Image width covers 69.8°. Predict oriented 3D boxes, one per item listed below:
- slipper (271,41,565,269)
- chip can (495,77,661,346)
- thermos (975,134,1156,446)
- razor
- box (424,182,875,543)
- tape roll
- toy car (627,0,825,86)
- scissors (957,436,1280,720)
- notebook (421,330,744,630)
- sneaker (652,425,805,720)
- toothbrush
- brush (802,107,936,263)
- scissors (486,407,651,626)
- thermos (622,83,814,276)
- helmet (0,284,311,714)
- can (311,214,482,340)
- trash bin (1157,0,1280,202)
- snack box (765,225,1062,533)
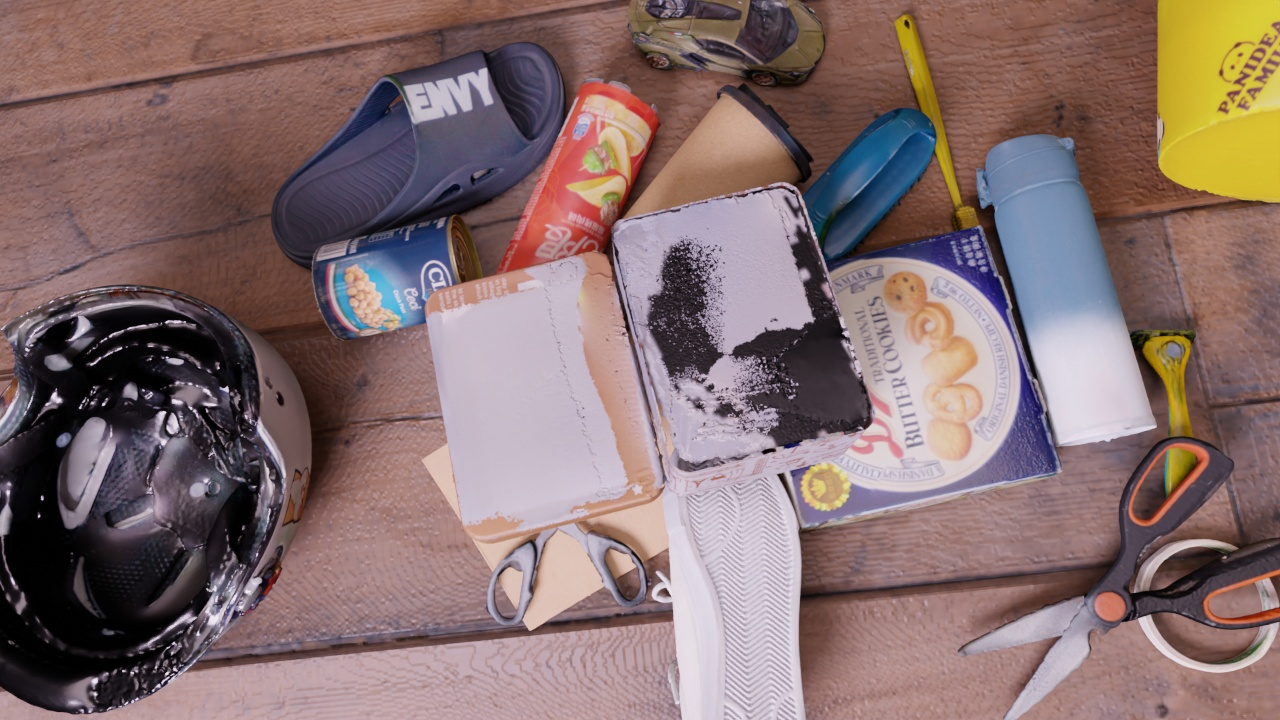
[{"bbox_3d":[-0.179,-0.164,0.716,0.268,0.083,0.110,-31,78,2],"label":"slipper"},{"bbox_3d":[-0.056,-0.102,0.692,0.073,0.073,0.216,20,81,11],"label":"chip can"},{"bbox_3d":[0.293,-0.051,0.641,0.070,0.070,0.220,-11,76,5],"label":"thermos"},{"bbox_3d":[0.366,0.044,0.631,0.043,0.028,0.132,0,80,4],"label":"razor"},{"bbox_3d":[-0.004,0.003,0.593,0.260,0.082,0.177,-13,71,-2],"label":"box"},{"bbox_3d":[0.376,0.162,0.610,0.086,0.014,0.085,-2,78,7],"label":"tape roll"},{"bbox_3d":[0.068,-0.263,0.726,0.158,0.042,0.070,12,80,7],"label":"toy car"},{"bbox_3d":[0.318,0.141,0.604,0.225,0.021,0.204,-2,80,10],"label":"scissors"},{"bbox_3d":[-0.028,0.078,0.662,0.211,0.012,0.149,-31,93,0],"label":"notebook"},{"bbox_3d":[0.057,0.167,0.620,0.089,0.091,0.241,2,66,-14],"label":"sneaker"},{"bbox_3d":[0.226,-0.180,0.699,0.016,0.016,0.190,-12,77,4],"label":"toothbrush"},{"bbox_3d":[0.160,-0.129,0.668,0.055,0.073,0.144,42,86,18],"label":"brush"},{"bbox_3d":[-0.056,0.111,0.650,0.159,0.014,0.181,26,92,-4],"label":"scissors"},{"bbox_3d":[0.056,-0.132,0.679,0.143,0.093,0.093,-45,76,6],"label":"thermos"},{"bbox_3d":[-0.334,0.087,0.645,0.230,0.157,0.274,15,91,8],"label":"helmet"},{"bbox_3d":[-0.183,-0.062,0.697,0.111,0.075,0.075,-12,77,5],"label":"can"},{"bbox_3d":[0.446,-0.252,0.589,0.230,0.229,0.255,8,85,9],"label":"trash bin"},{"bbox_3d":[0.177,0.014,0.651,0.182,0.046,0.177,-14,76,4],"label":"snack box"}]
